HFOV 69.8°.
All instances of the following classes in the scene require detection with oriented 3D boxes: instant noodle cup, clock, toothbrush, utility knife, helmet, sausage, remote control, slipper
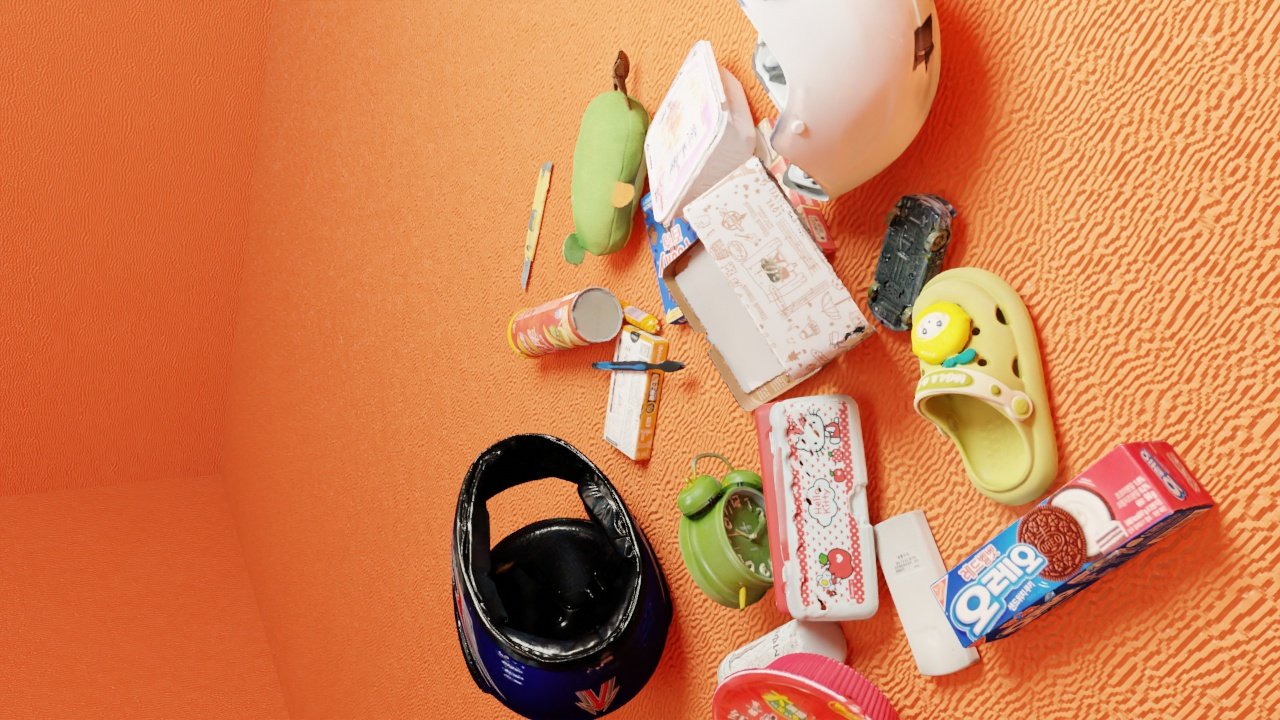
[{"bbox_3d":[0.063,-0.226,0.934,0.138,0.060,0.173,-56,29,38],"label":"instant noodle cup"},{"bbox_3d":[0.093,0.167,0.917,0.056,0.116,0.161,-37,65,37],"label":"clock"},{"bbox_3d":[0.162,0.335,0.828,0.194,0.065,0.194,18,127,26],"label":"instant noodle cup"},{"bbox_3d":[-0.006,0.006,1.085,0.190,0.016,0.014,-1,100,57],"label":"toothbrush"},{"bbox_3d":[-0.150,-0.193,1.319,0.031,0.020,0.196,46,133,50],"label":"utility knife"},{"bbox_3d":[0.156,-0.266,0.733,0.146,0.229,0.258,-15,83,12],"label":"helmet"},{"bbox_3d":[-0.024,-0.064,1.140,0.165,0.021,0.021,29,116,50],"label":"sausage"},{"bbox_3d":[0.242,0.200,0.788,0.056,0.019,0.135,-40,60,48],"label":"remote control"},{"bbox_3d":[0.256,0.019,0.704,0.092,0.081,0.190,-27,74,50],"label":"slipper"},{"bbox_3d":[-0.100,0.269,1.091,0.241,0.247,0.315,92,158,-56],"label":"helmet"}]

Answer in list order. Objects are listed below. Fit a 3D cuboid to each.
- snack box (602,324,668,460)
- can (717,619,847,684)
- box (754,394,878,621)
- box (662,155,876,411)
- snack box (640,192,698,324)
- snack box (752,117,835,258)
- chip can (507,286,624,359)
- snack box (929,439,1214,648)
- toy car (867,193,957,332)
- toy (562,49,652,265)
[{"bbox_3d":[-0.008,0.039,1.121,0.075,0.026,0.154,29,116,51],"label":"snack box"},{"bbox_3d":[0.138,0.299,0.910,0.147,0.058,0.058,-47,55,46],"label":"can"},{"bbox_3d":[0.169,0.133,0.846,0.102,0.095,0.201,-8,84,28],"label":"box"},{"bbox_3d":[0.114,-0.064,0.849,0.179,0.130,0.273,59,168,7],"label":"box"},{"bbox_3d":[0.047,-0.127,1.030,0.085,0.026,0.157,-28,70,53],"label":"snack box"},{"bbox_3d":[0.135,-0.156,0.906,0.075,0.025,0.152,-40,61,49],"label":"snack box"},{"bbox_3d":[-0.102,-0.047,1.188,0.217,0.073,0.073,-12,83,61],"label":"chip can"},{"bbox_3d":[0.303,0.139,0.666,0.208,0.057,0.058,-57,46,41],"label":"snack box"},{"bbox_3d":[0.228,-0.081,0.773,0.054,0.036,0.121,45,138,42],"label":"toy car"},{"bbox_3d":[-0.034,-0.233,1.079,0.226,0.090,0.247,-103,22,-62],"label":"toy"}]
